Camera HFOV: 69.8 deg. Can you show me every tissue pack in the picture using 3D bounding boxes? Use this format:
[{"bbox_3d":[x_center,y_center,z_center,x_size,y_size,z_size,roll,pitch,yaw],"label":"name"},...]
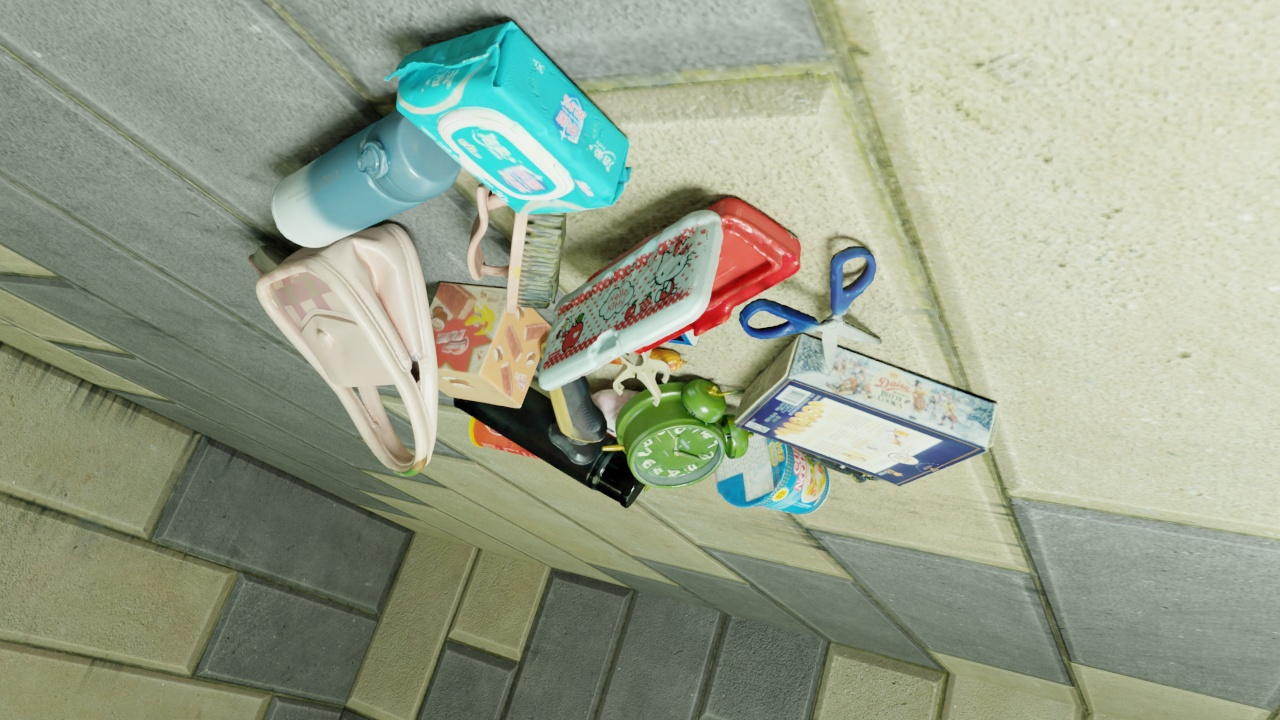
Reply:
[{"bbox_3d":[-0.077,-0.142,0.551,0.093,0.050,0.133,2,155,41],"label":"tissue pack"}]

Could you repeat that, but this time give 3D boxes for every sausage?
[{"bbox_3d":[-0.028,-0.007,0.916,0.165,0.021,0.021,8,158,28],"label":"sausage"}]

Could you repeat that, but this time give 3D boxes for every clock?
[{"bbox_3d":[0.049,0.075,0.959,0.161,0.056,0.116,-28,133,15],"label":"clock"}]

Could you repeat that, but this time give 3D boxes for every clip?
[{"bbox_3d":[-0.014,0.004,0.851,0.087,0.034,0.104,9,156,31],"label":"clip"}]

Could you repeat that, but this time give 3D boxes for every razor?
[{"bbox_3d":[-0.076,0.041,0.955,0.068,0.062,0.168,2,140,12],"label":"razor"}]

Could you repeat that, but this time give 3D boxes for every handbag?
[{"bbox_3d":[-0.255,0.000,0.861,0.194,0.093,0.234,-3,112,51],"label":"handbag"}]

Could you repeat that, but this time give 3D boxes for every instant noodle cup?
[{"bbox_3d":[0.153,0.126,1.020,0.099,0.099,0.109,-2,161,45],"label":"instant noodle cup"}]

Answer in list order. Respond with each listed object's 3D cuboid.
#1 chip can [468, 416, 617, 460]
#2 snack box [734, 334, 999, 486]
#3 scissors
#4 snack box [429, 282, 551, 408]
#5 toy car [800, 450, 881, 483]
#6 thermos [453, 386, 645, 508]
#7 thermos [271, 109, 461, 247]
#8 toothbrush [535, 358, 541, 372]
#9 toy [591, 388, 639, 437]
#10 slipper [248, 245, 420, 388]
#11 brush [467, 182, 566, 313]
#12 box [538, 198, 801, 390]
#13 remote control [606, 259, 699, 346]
[{"bbox_3d":[-0.120,0.101,1.215,0.217,0.073,0.073,11,160,22],"label":"chip can"},{"bbox_3d":[0.195,0.052,0.835,0.182,0.045,0.178,20,161,-3],"label":"snack box"},{"bbox_3d":[0.136,-0.032,0.657,0.162,0.012,0.163,-4,148,-30],"label":"scissors"},{"bbox_3d":[-0.157,-0.016,0.901,0.093,0.094,0.077,8,158,29],"label":"snack box"},{"bbox_3d":[0.215,0.101,0.965,0.091,0.036,0.043,17,162,2],"label":"toy car"},{"bbox_3d":[-0.100,0.086,1.088,0.242,0.068,0.089,30,-167,12],"label":"thermos"},{"bbox_3d":[-0.205,-0.132,0.675,0.070,0.070,0.221,32,157,-33],"label":"thermos"},{"bbox_3d":[-0.077,0.038,1.098,0.017,0.014,0.189,-16,148,22],"label":"toothbrush"},{"bbox_3d":[-0.004,0.070,1.065,0.121,0.054,0.159,19,169,0],"label":"toy"},{"bbox_3d":[-0.314,-0.031,1.011,0.274,0.054,0.114,39,-177,-40],"label":"slipper"},{"bbox_3d":[-0.093,-0.089,0.689,0.073,0.063,0.146,10,161,-6],"label":"brush"},{"bbox_3d":[0.016,-0.030,0.655,0.095,0.100,0.202,27,150,-25],"label":"box"},{"bbox_3d":[0.011,-0.047,0.767,0.049,0.024,0.125,10,158,24],"label":"remote control"}]
